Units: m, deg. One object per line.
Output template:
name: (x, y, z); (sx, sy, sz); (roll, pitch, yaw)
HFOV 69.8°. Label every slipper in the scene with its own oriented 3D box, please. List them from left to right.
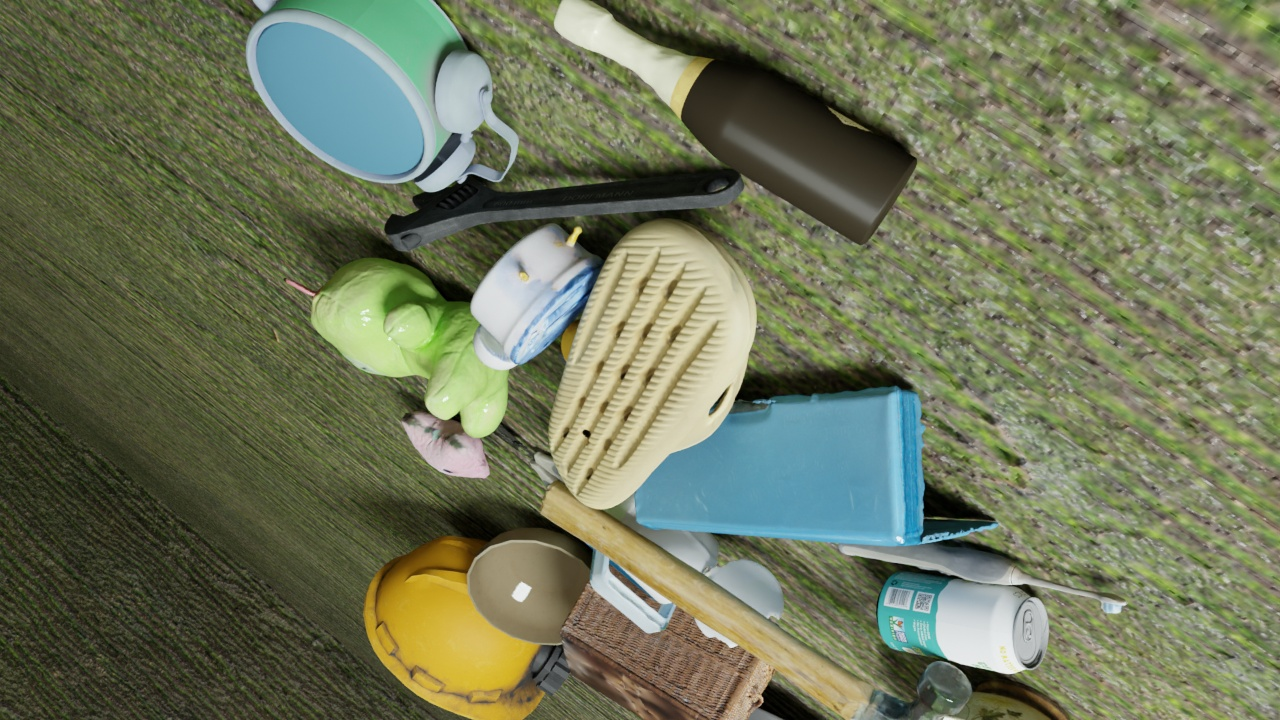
slipper: (0.010, 0.006, 0.588); (0.111, 0.079, 0.262); (55, 142, 19)

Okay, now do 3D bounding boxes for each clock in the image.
clock: (-0.147, -0.163, 0.552); (0.161, 0.075, 0.122); (29, 149, -7)
clock: (-0.071, -0.037, 0.611); (0.052, 0.088, 0.126); (43, 147, 4)

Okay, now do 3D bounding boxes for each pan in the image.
pan: (0.101, 0.385, 0.985); (0.355, 0.024, 0.217); (26, 156, 13)

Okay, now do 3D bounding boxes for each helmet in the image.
helmet: (-0.190, 0.297, 1.094); (0.255, 0.204, 0.132); (35, 123, -3)

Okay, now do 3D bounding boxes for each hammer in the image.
hammer: (0.061, 0.187, 0.674); (0.330, 0.033, 0.132); (30, 127, 20)

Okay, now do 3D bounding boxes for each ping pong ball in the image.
ping pong ball: (-0.036, -0.011, 0.653); (0.040, 0.040, 0.040); (27, 147, 19)

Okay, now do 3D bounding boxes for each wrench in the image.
wrench: (-0.059, -0.095, 0.557); (0.274, 0.072, 0.018); (3, 134, 36)

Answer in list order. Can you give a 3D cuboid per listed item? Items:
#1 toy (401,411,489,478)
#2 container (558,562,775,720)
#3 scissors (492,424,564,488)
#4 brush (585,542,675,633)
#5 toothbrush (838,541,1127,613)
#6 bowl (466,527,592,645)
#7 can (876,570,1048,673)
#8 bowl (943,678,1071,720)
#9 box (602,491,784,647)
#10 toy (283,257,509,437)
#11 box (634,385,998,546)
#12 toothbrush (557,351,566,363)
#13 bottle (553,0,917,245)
toy: (-0.190, 0.092, 0.938); (0.099, 0.052, 0.096); (19, 156, 35)
container: (0.027, 0.282, 0.892); (0.199, 0.112, 0.114); (24, 145, 22)
scissors: (-0.095, 0.092, 0.873); (0.150, 0.012, 0.165); (1, 132, 44)
brush: (-0.018, 0.176, 0.826); (0.136, 0.075, 0.056); (43, 140, -13)
toothbrush: (0.213, 0.132, 0.592); (0.186, 0.022, 0.024); (5, 105, 43)
bowl: (-0.109, 0.238, 1.004); (0.152, 0.050, 0.152); (4, 121, 7)
can: (0.212, 0.173, 0.612); (0.102, 0.054, 0.055); (-4, 128, 49)
bowl: (0.275, 0.284, 0.680); (0.145, 0.063, 0.145); (28, 148, 19)
box: (0.032, 0.160, 0.748); (0.147, 0.084, 0.136); (47, 158, -14)
toy: (-0.187, -0.023, 0.750); (0.197, 0.107, 0.150); (39, 173, 19)
box: (0.108, 0.072, 0.618); (0.112, 0.094, 0.232); (5, 171, -39)
toothbrush: (-0.004, 0.004, 0.667); (0.168, 0.013, 0.013); (7, 136, 45)
bottle: (0.038, -0.120, 0.430); (0.184, 0.045, 0.045); (33, 148, 10)
